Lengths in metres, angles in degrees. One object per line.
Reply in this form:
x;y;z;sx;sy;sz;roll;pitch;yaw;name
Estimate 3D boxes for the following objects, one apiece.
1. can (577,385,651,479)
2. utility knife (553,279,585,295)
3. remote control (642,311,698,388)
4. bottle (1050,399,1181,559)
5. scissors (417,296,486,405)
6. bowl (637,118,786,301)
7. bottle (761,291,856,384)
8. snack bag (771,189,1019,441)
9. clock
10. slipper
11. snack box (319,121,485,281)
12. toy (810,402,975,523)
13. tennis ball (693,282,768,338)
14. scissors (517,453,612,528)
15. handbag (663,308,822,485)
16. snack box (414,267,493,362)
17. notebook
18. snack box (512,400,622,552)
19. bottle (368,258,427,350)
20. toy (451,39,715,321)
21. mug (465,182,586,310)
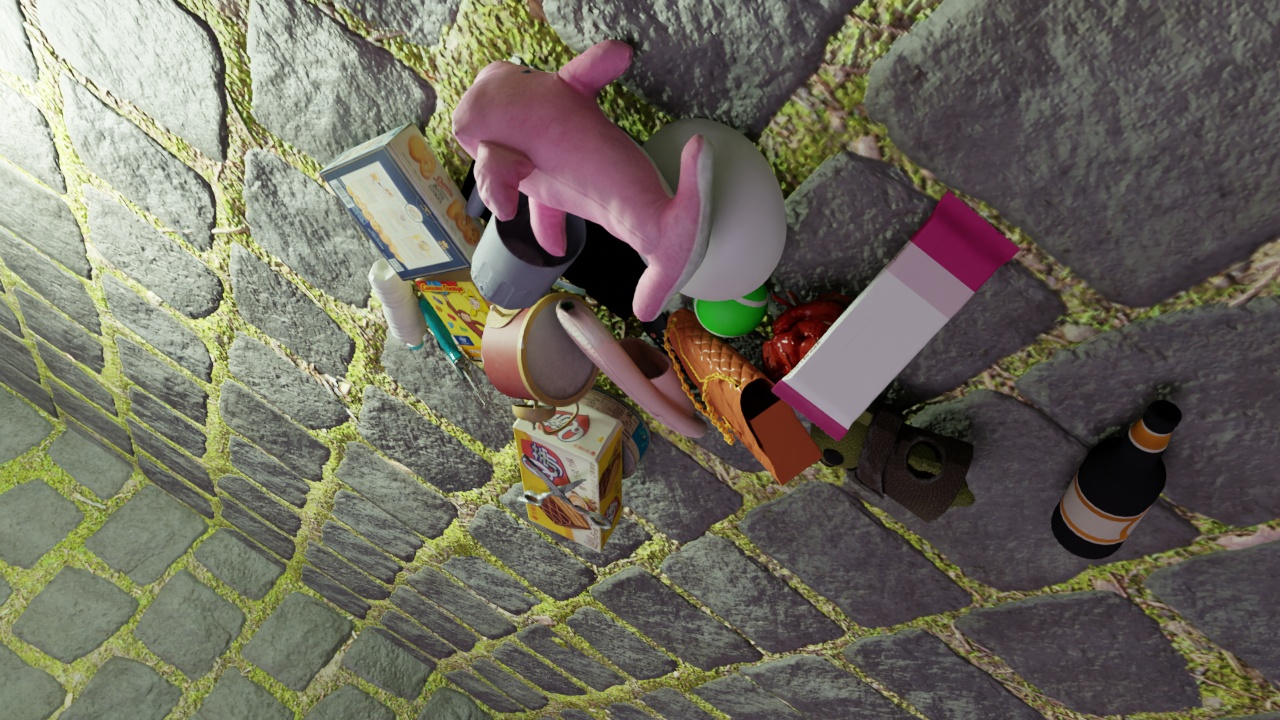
-0.054;0.086;1.106;0.130;0.044;0.130;22;146;16;can
-0.125;-0.097;0.946;0.165;0.015;0.022;21;142;21;utility knife
0.058;0.005;0.935;0.147;0.015;0.033;46;145;-20;remote control
0.387;0.094;0.739;0.059;0.059;0.182;20;145;18;bottle
-0.225;-0.010;1.094;0.155;0.019;0.124;61;167;-2;scissors
0.040;-0.112;0.724;0.150;0.043;0.150;20;124;32;bowl
0.151;-0.012;0.770;0.099;0.098;0.111;33;167;-2;bottle
0.187;-0.028;0.688;0.070;0.016;0.197;37;109;-6;snack bag
-0.105;0.002;0.965;0.081;0.116;0.159;5;118;40;clock
-0.006;0.006;0.937;0.221;0.055;0.107;44;175;-36;slipper
-0.237;-0.154;0.929;0.145;0.042;0.144;-3;128;46;snack box
0.226;0.086;0.827;0.153;0.078;0.179;25;172;7;toy
0.078;-0.052;0.797;0.065;0.065;0.065;22;146;16;tennis ball
-0.097;0.156;1.062;0.141;0.014;0.176;39;149;-16;scissors
0.079;0.027;0.827;0.109;0.060;0.172;57;176;-29;handbag
-0.179;-0.055;1.028;0.088;0.040;0.126;5;138;36;snack box
-0.068;-0.132;0.861;0.206;0.016;0.149;35;148;-5;notebook
-0.083;0.135;1.094;0.110;0.061;0.231;23;146;15;snack box
-0.287;-0.063;1.103;0.044;0.044;0.136;19;145;20;bottle
-0.063;-0.145;0.695;0.265;0.127;0.187;41;130;25;toy
-0.116;-0.118;0.843;0.124;0.083;0.104;57;150;5;mug
